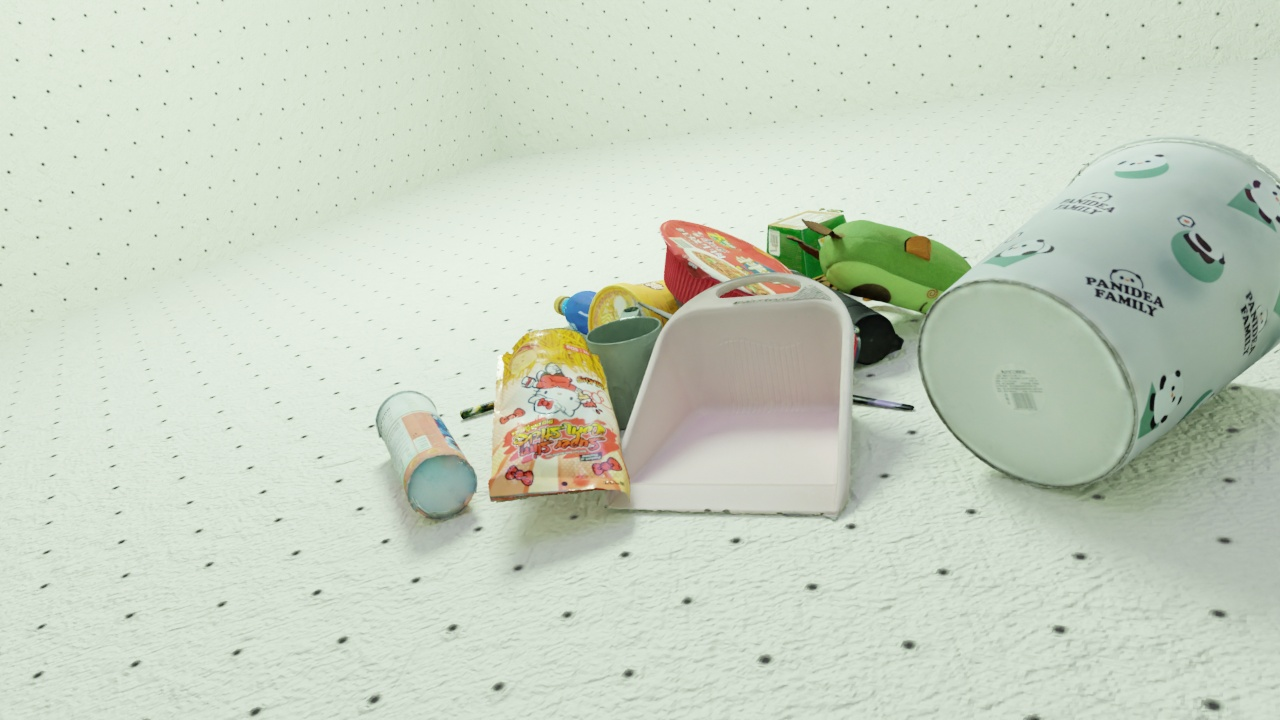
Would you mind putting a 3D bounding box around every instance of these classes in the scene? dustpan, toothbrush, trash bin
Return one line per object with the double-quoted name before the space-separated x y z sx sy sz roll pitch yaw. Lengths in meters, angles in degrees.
"dustpan" 0.092 0.022 0.878 0.223 0.139 0.272 -4 21 21
"toothbrush" 0.199 0.033 0.964 0.189 0.017 0.014 9 29 42
"toothbrush" -0.133 0.042 1.140 0.185 0.012 0.017 -17 31 -12
"trash bin" 0.381 -0.036 0.760 0.251 0.230 0.230 -30 26 -29

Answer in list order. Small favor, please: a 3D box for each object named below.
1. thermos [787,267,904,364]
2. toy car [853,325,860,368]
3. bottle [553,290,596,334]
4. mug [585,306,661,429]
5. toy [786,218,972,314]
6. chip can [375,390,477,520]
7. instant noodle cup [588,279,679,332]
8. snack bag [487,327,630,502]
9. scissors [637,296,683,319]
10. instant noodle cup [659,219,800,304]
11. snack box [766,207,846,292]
"thermos" 0.230 -0.054 1.126 0.090 0.068 0.242 15 12 -22
"toy car" 0.199 -0.030 1.013 0.045 0.053 0.120 -6 29 -21
"bottle" -0.062 -0.065 1.307 0.065 0.065 0.219 -23 23 -27
"mug" -0.006 0.006 1.029 0.084 0.103 0.123 -8 19 11
"toy" 0.295 -0.112 1.098 0.247 0.090 0.227 18 -8 4
"chip can" -0.230 0.095 0.969 0.071 0.071 0.215 -19 21 -17
"instant noodle cup" 0.015 -0.048 1.157 0.114 0.118 0.119 -20 20 -41
"snack bag" -0.082 0.056 0.881 0.128 0.073 0.207 2 37 -11
"scissors" 0.076 -0.027 1.078 0.162 0.012 0.175 10 41 -27
"instant noodle cup" 0.099 -0.098 1.112 0.194 0.066 0.193 22 24 -10
"snack box" 0.238 -0.152 1.306 0.117 0.106 0.118 -23 22 -25
